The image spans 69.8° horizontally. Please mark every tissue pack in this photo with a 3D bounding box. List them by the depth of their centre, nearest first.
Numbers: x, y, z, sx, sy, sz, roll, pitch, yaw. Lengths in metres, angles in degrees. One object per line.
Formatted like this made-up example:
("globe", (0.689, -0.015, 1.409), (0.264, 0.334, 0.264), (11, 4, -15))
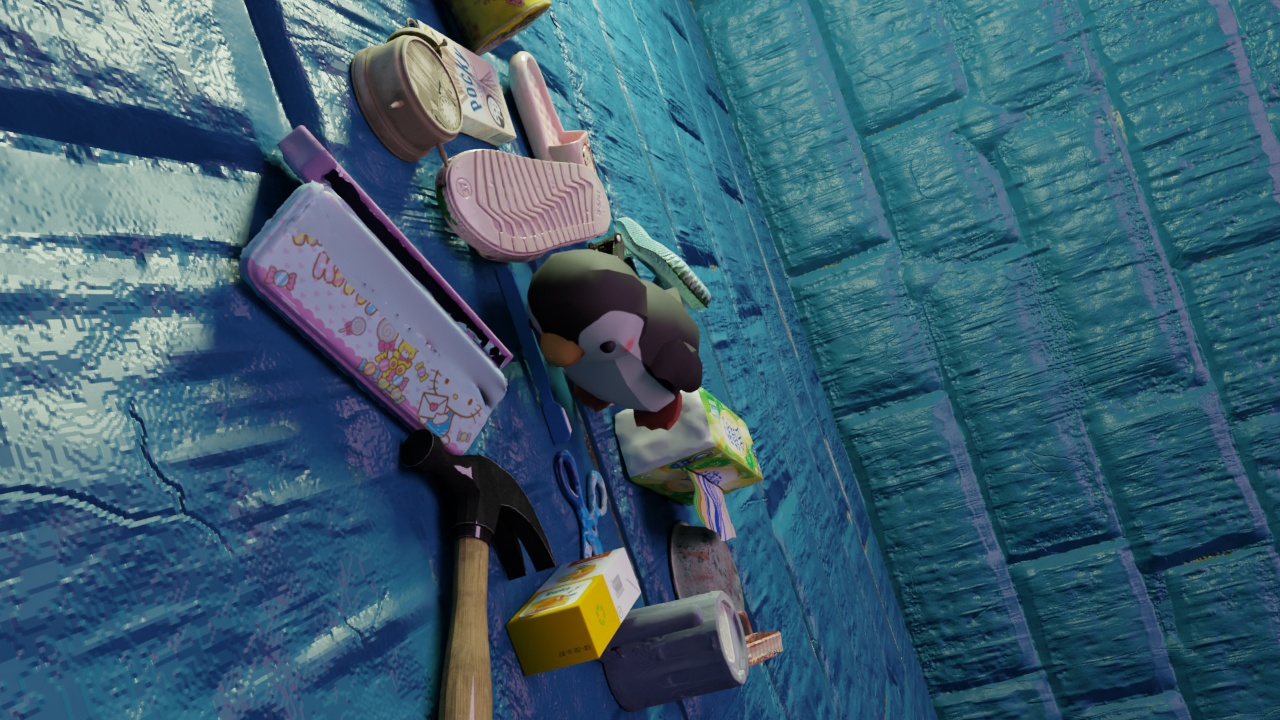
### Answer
("tissue pack", (0.066, 0.128, 1.021), (0.197, 0.120, 0.141), (28, 42, -57))

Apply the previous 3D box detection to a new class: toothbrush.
("toothbrush", (-0.095, -0.006, 0.824), (0.014, 0.016, 0.166), (-11, 81, -75))

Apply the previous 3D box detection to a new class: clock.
("clock", (-0.180, -0.226, 0.735), (0.093, 0.055, 0.140), (47, 31, -53))

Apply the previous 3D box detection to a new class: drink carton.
("drink carton", (-0.046, 0.185, 0.693), (0.122, 0.059, 0.040), (-31, 101, -73))

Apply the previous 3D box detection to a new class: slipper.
("slipper", (-0.110, -0.136, 0.840), (0.238, 0.065, 0.094), (-19, 93, -60))
("slipper", (-0.088, -0.245, 1.044), (0.106, 0.056, 0.221), (-69, 136, -68))
("slipper", (0.011, -0.109, 1.135), (0.116, 0.069, 0.276), (50, 0, -23))

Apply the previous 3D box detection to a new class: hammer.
("hammer", (-0.101, 0.199, 0.552), (0.132, 0.040, 0.304), (47, 30, -47))

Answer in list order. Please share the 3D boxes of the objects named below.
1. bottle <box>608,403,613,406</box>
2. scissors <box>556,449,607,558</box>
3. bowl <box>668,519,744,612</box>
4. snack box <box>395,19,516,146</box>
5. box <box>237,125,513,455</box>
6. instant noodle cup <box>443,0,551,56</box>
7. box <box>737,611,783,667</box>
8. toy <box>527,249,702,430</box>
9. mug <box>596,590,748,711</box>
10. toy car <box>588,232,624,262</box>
("bottle", (-0.006, 0.005, 0.931), (0.063, 0.109, 0.063), (-18, 90, -73))
("scissors", (-0.051, 0.141, 0.814), (0.140, 0.013, 0.113), (-90, 156, -44))
("bowl", (0.081, 0.255, 1.050), (0.157, 0.039, 0.157), (-19, 90, -73))
("snack box", (-0.167, -0.253, 0.852), (0.150, 0.026, 0.082), (-12, 83, -74))
("box", (-0.158, -0.041, 0.599), (0.214, 0.062, 0.139), (53, 27, -45))
("instant noodle cup", (-0.158, -0.373, 0.911), (0.108, 0.102, 0.102), (56, 20, -15))
("box", (0.082, 0.286, 0.921), (0.076, 0.055, 0.186), (43, 19, 28))
("toy", (-0.026, -0.040, 0.813), (0.140, 0.159, 0.184), (-65, 149, -12))
("mug", (0.022, 0.238, 0.772), (0.124, 0.104, 0.083), (51, 27, -49))
("toy car", (-0.038, -0.115, 1.077), (0.092, 0.040, 0.037), (-89, 155, -53))
